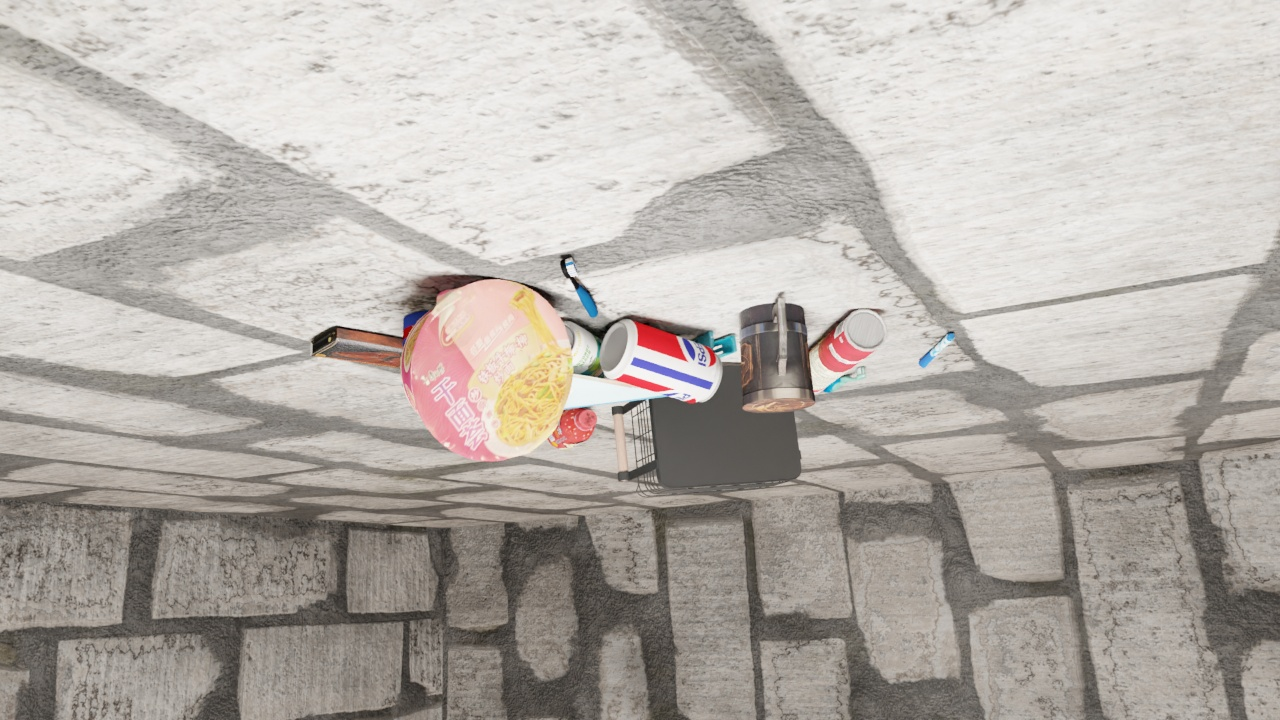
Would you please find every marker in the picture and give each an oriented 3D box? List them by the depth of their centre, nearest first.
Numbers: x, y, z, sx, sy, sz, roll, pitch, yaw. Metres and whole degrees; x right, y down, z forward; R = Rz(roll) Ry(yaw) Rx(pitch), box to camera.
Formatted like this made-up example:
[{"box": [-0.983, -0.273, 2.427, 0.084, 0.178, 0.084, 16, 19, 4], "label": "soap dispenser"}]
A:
[{"box": [0.391, -0.013, 1.215, 0.013, 0.013, 0.142, -3, 166, 2], "label": "marker"}]

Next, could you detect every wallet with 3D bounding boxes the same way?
[{"box": [-0.314, -0.014, 1.074, 0.123, 0.019, 0.072, 10, 160, -41], "label": "wallet"}]

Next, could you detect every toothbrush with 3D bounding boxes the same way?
[{"box": [-0.059, -0.069, 0.913, 0.014, 0.014, 0.168, -15, 166, 3], "label": "toothbrush"}, {"box": [0.303, 0.030, 1.368, 0.022, 0.017, 0.135, 0, 168, -13], "label": "toothbrush"}]

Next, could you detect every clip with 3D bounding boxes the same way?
[{"box": [0.052, -0.009, 1.151, 0.121, 0.031, 0.130, 3, 165, -6], "label": "clip"}]

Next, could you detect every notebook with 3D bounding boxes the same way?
[{"box": [-0.104, 0.040, 1.147, 0.180, 0.009, 0.254, 12, 166, -39], "label": "notebook"}]

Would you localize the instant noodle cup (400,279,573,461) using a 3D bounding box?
[{"box": [-0.163, 0.008, 0.923, 0.178, 0.178, 0.078, 9, 178, -38], "label": "instant noodle cup"}]

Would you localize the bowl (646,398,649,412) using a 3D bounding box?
[{"box": [0.079, 0.087, 1.426, 0.144, 0.074, 0.144, -2, 166, -1], "label": "bowl"}]

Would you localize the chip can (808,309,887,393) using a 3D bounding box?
[{"box": [0.241, -0.007, 1.133, 0.052, 0.051, 0.215, -1, 165, -7], "label": "chip can"}]

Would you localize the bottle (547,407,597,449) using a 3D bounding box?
[{"box": [-0.108, 0.108, 1.502, 0.062, 0.062, 0.138, 3, 166, -22], "label": "bottle"}]

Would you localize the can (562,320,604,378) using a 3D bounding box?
[{"box": [-0.075, -0.010, 1.059, 0.055, 0.055, 0.101, -8, 165, 19], "label": "can"}]

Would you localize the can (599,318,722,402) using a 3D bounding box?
[{"box": [0.024, 0.002, 1.057, 0.132, 0.070, 0.070, 18, 157, -30], "label": "can"}]

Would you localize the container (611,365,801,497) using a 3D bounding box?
[{"box": [0.095, 0.101, 1.285, 0.241, 0.162, 0.130, -1, 166, -18], "label": "container"}]

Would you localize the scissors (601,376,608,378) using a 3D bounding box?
[{"box": [-0.041, 0.017, 1.239, 0.142, 0.014, 0.162, -10, 168, 7], "label": "scissors"}]

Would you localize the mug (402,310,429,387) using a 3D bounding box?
[{"box": [-0.226, -0.003, 1.019, 0.075, 0.076, 0.112, 1, 165, -14], "label": "mug"}]

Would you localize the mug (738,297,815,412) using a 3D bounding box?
[{"box": [0.151, -0.006, 1.008, 0.080, 0.107, 0.116, -2, 166, -1], "label": "mug"}]
